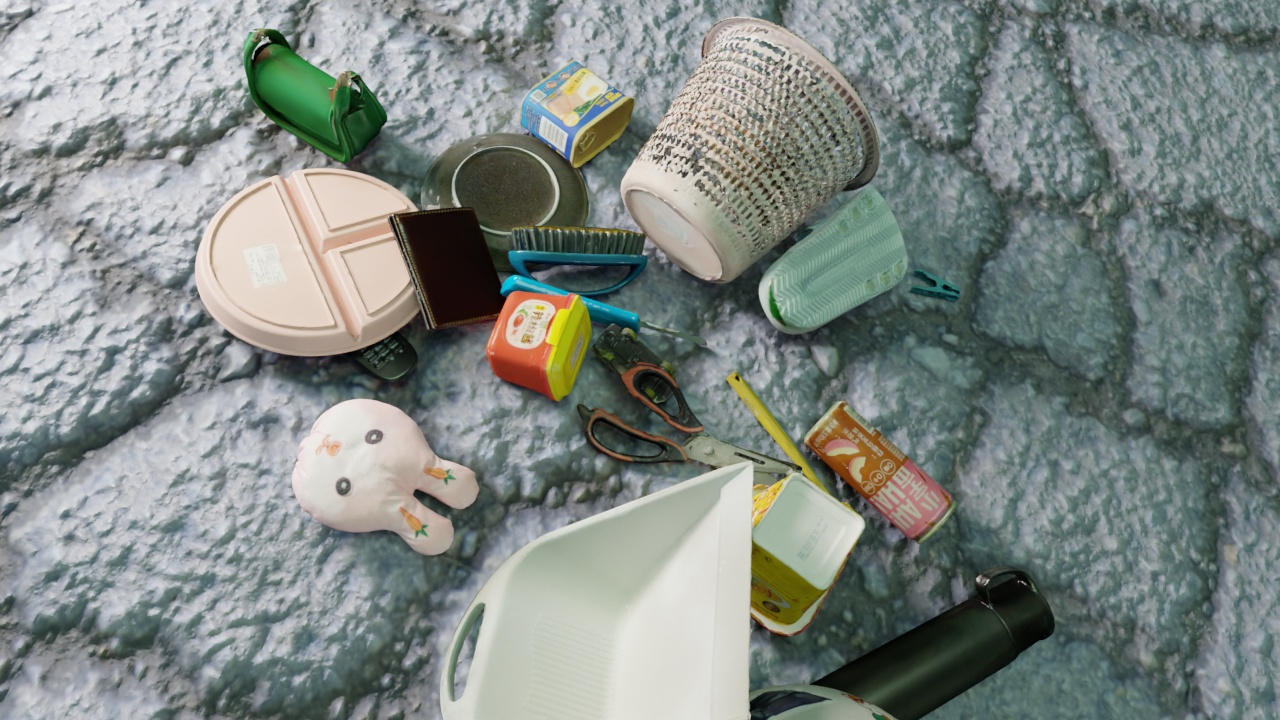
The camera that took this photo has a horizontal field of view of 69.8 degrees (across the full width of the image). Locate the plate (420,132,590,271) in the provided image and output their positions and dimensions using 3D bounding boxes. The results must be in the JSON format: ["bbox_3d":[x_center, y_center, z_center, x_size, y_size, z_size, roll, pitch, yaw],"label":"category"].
[{"bbox_3d":[-0.142,-0.176,0.974,0.179,0.024,0.179,3,65,-7],"label":"plate"}]

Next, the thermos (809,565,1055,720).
[{"bbox_3d":[0.248,0.257,0.804,0.242,0.068,0.090,-23,106,-19],"label":"thermos"}]

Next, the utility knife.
[{"bbox_3d":[-0.033,-0.046,0.919,0.216,0.034,0.018,16,67,-10],"label":"utility knife"}]

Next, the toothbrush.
[{"bbox_3d":[0.148,0.086,0.902,0.015,0.017,0.190,-31,74,-21],"label":"toothbrush"}]

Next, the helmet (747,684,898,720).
[{"bbox_3d":[0.080,0.336,0.668,0.157,0.230,0.274,38,96,35],"label":"helmet"}]

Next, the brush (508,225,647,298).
[{"bbox_3d":[-0.063,-0.100,0.934,0.143,0.055,0.073,1,92,-17],"label":"brush"}]

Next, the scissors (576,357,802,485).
[{"bbox_3d":[0.052,0.068,0.879,0.202,0.015,0.204,-19,92,-3],"label":"scissors"}]

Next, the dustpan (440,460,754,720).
[{"bbox_3d":[-0.044,0.202,0.705,0.142,0.259,0.222,25,41,-15],"label":"dustpan"}]

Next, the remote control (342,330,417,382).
[{"bbox_3d":[-0.271,-0.026,0.883,0.136,0.024,0.053,39,64,12],"label":"remote control"}]

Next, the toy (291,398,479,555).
[{"bbox_3d":[-0.226,0.104,0.818,0.159,0.054,0.121,26,64,-5],"label":"toy"}]

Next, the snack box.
[{"bbox_3d":[-0.097,-0.017,0.881,0.080,0.082,0.091,12,62,12],"label":"snack box"}]

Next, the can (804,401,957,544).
[{"bbox_3d":[0.229,0.106,0.882,0.147,0.058,0.057,43,66,11],"label":"can"}]

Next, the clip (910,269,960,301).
[{"bbox_3d":[0.325,-0.081,1.009,0.055,0.013,0.038,18,64,-1],"label":"clip"}]

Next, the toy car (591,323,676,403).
[{"bbox_3d":[-0.005,0.005,0.905,0.090,0.035,0.042,41,68,-2],"label":"toy car"}]

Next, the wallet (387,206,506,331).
[{"bbox_3d":[-0.185,-0.091,0.899,0.096,0.020,0.122,-14,79,-41],"label":"wallet"}]

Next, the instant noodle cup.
[{"bbox_3d":[0.129,0.164,0.803,0.116,0.124,0.116,36,65,8],"label":"instant noodle cup"}]

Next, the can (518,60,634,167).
[{"bbox_3d":[-0.071,-0.273,1.009,0.083,0.057,0.101,38,58,12],"label":"can"}]

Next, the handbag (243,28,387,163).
[{"bbox_3d":[-0.331,-0.273,0.936,0.131,0.120,0.067,32,70,4],"label":"handbag"}]

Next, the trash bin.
[{"bbox_3d":[0.094,-0.194,0.929,0.227,0.228,0.192,39,78,10],"label":"trash bin"}]

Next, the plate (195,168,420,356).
[{"bbox_3d":[-0.313,-0.105,0.894,0.229,0.028,0.229,4,56,-7],"label":"plate"}]

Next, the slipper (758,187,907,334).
[{"bbox_3d":[0.198,-0.096,0.958,0.244,0.074,0.104,-35,97,-38],"label":"slipper"}]
